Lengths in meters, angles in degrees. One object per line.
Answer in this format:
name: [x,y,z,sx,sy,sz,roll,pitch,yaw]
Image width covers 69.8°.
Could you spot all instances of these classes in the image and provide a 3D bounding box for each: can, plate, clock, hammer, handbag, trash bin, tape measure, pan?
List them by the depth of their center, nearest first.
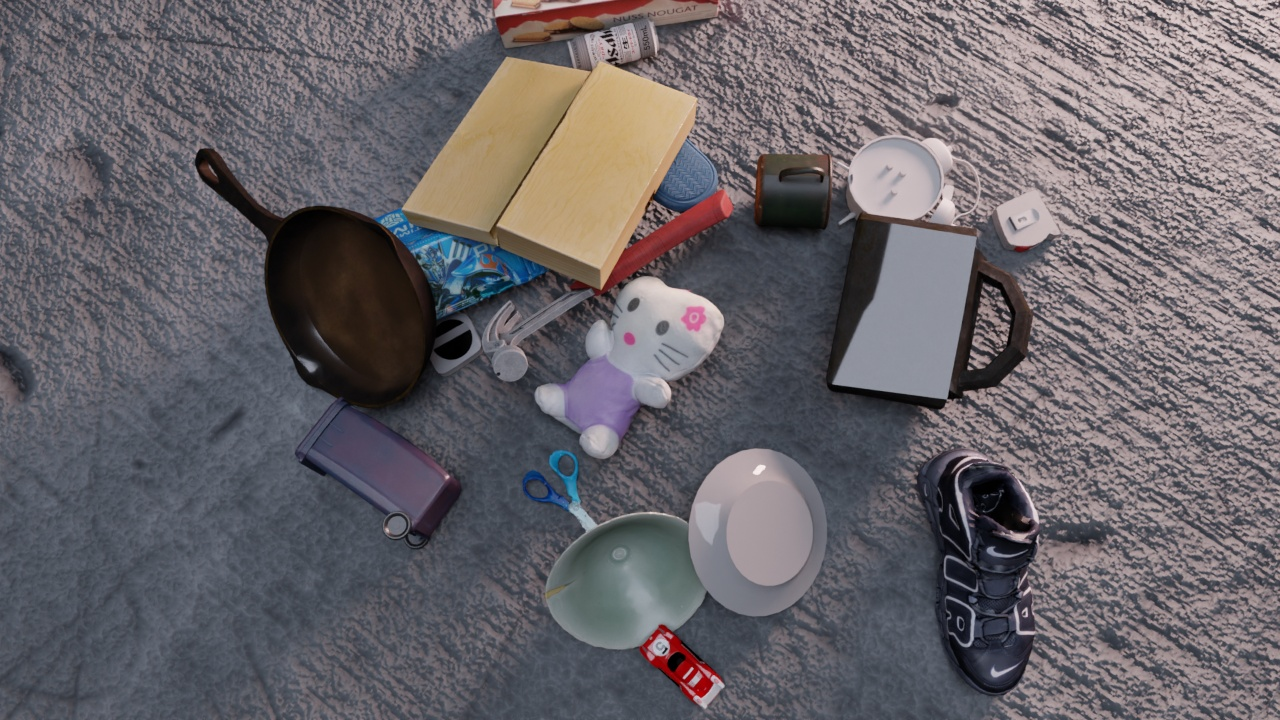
plate: [0.130,0.178,0.953,0.172,0.019,0.172,3,83,-26]
handbag: [0.317,-0.047,0.993,0.199,0.102,0.197,12,85,14]
trash bin: [-0.286,0.122,0.997,0.161,0.094,0.092,32,75,10]
pan: [-0.357,-0.107,1.010,0.356,0.043,0.249,45,126,5]
hammer: [-0.036,-0.095,1.013,0.315,0.126,0.036,-33,119,0]
clock: [0.309,-0.200,1.051,0.159,0.061,0.119,0,77,4]
tape measure: [0.441,-0.159,1.054,0.062,0.020,0.060,-23,77,-2]
tape measure: [-0.220,-0.022,1.063,0.065,0.017,0.064,-30,78,-4]
can: [-0.033,-0.383,1.121,0.106,0.044,0.044,-14,77,0]

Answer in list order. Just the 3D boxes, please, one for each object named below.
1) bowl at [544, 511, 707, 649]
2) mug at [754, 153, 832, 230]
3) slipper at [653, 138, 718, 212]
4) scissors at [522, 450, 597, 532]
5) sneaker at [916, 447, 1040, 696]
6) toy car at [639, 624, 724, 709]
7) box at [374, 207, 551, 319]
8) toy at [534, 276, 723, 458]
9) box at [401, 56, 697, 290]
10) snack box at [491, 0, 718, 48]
bowl: [-0.016,0.215,0.966,0.174,0.068,0.174,-5,115,-12]
mug: [0.171,-0.195,1.032,0.081,0.111,0.085,3,81,5]
slipper: [0.004,-0.243,1.081,0.214,0.059,0.103,39,74,23]
scissors: [-0.076,0.167,1.017,0.073,0.016,0.134,-33,83,-9]
sneaker: [0.353,0.206,0.909,0.097,0.151,0.252,-7,77,1]
toy car: [0.043,0.319,0.959,0.089,0.025,0.038,43,83,-3]
box: [-0.196,-0.148,1.053,0.243,0.075,0.166,-24,73,-7]
toy: [-0.006,0.006,1.007,0.138,0.085,0.209,40,89,32]
box: [-0.099,-0.223,1.021,0.257,0.076,0.246,17,64,21]
snack box: [-0.041,-0.432,1.117,0.273,0.077,0.044,-7,80,1]
